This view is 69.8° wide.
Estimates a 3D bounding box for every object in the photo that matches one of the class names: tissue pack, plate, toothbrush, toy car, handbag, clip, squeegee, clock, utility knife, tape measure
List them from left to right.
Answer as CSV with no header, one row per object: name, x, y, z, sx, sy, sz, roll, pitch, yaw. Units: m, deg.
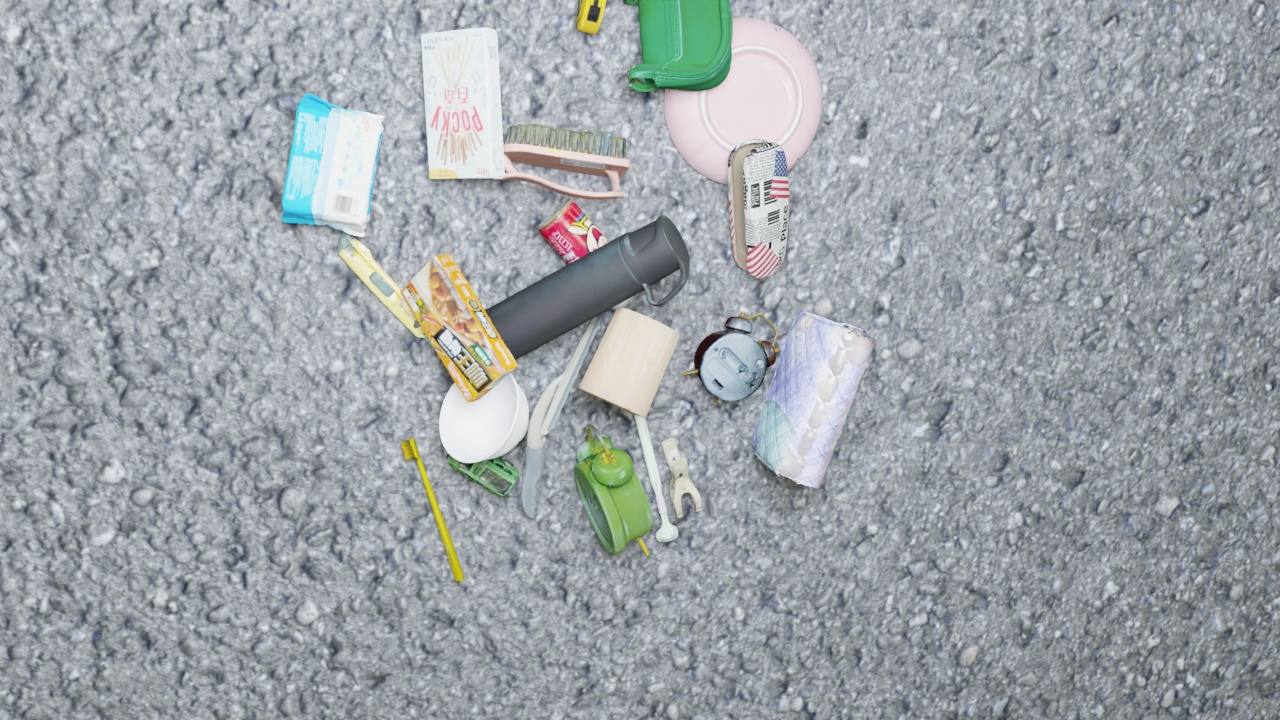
tissue pack,-0.333,-0.210,0.994,0.090,0.063,0.140,10,100,-13
utility knife,-0.284,-0.076,1.056,0.031,0.019,0.178,-40,109,6
toothbrush,-0.250,0.182,1.109,0.016,0.015,0.190,-17,103,-2
toy car,-0.189,0.128,1.100,0.091,0.036,0.043,35,94,-10
squeegee,-0.113,0.091,1.064,0.039,0.245,0.247,19,124,0
tape measure,-0.056,-0.390,1.008,0.029,0.060,0.057,10,105,-13
clock,-0.036,0.152,1.090,0.056,0.116,0.161,-22,107,-17
toothbrush,0.014,0.137,1.144,0.029,0.020,0.189,-16,102,-13
handbag,0.041,-0.361,1.006,0.120,0.068,0.131,-6,85,6
clip,0.050,0.150,1.144,0.034,0.060,0.097,-19,115,-5
clock,0.116,-0.005,1.115,0.122,0.055,0.082,-45,104,0
plate,0.125,-0.300,1.066,0.192,0.039,0.192,-2,101,-9
handbag,0.206,0.043,1.099,0.075,0.134,0.194,17,98,-12

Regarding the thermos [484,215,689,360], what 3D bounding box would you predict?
thermos,-0.061,-0.068,1.012,0.243,0.068,0.090,-26,69,21

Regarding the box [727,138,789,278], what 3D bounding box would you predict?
box,0.146,-0.172,1.061,0.074,0.077,0.164,-13,120,-13

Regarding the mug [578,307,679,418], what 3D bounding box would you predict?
mug,-0.006,0.006,1.061,0.084,0.124,0.103,23,86,18

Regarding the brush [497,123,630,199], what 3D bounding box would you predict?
brush,-0.087,-0.223,1.033,0.145,0.063,0.073,6,89,-10

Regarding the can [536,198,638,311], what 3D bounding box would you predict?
can,-0.056,-0.121,1.063,0.053,0.053,0.133,-42,104,0

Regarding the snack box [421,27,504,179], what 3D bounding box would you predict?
snack box,-0.194,-0.278,1.003,0.085,0.026,0.157,4,102,25

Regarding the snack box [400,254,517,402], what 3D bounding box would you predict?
snack box,-0.203,-0.036,1.024,0.075,0.026,0.153,-38,81,34

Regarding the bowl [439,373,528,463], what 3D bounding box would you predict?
bowl,-0.169,0.068,1.068,0.118,0.118,0.064,-56,142,4
